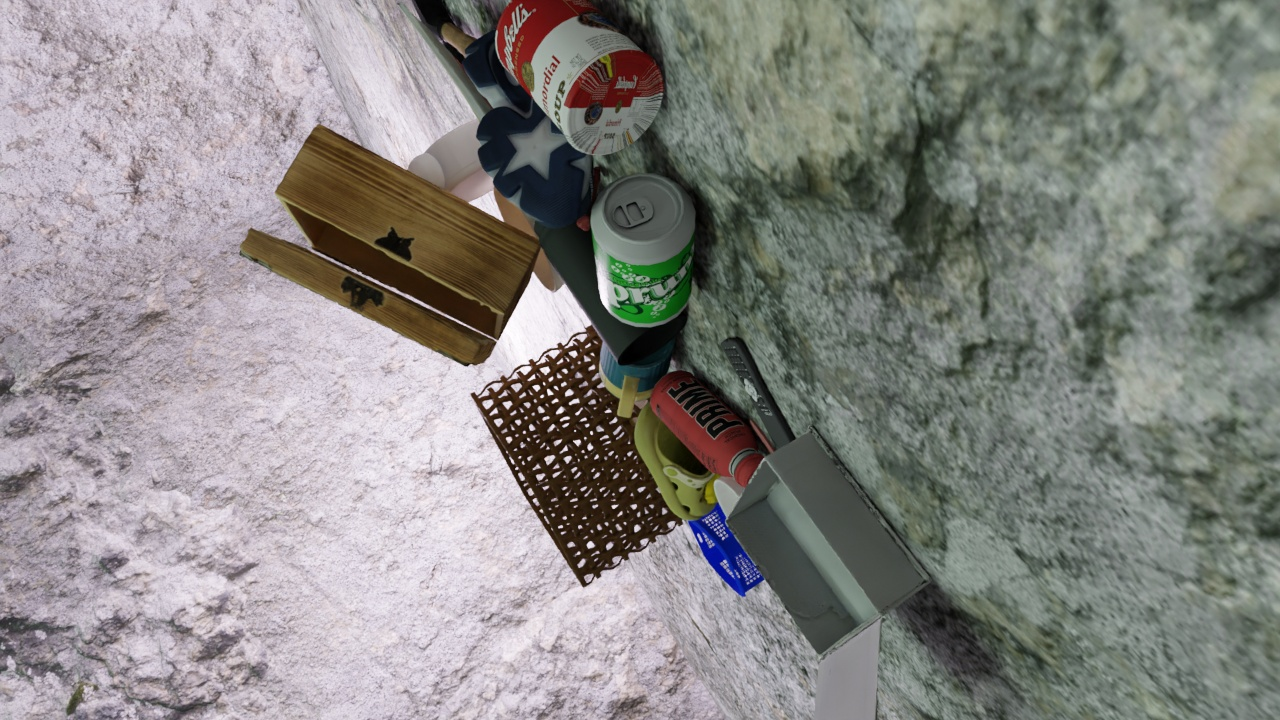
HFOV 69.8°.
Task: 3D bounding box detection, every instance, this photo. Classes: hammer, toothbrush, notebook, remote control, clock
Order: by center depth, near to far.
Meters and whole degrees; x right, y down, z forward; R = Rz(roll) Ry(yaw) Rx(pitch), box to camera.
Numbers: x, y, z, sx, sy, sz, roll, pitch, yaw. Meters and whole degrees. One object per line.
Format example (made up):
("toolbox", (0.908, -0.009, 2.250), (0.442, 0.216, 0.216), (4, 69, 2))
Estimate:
("remote control", (0.112, 0.034, 0.864), (0.124, 0.009, 0.046), (61, 167, -7))
("toothbrush", (-0.050, -0.156, 0.866), (0.189, 0.016, 0.016), (-89, -3, -65))
("toothbrush", (0.158, 0.132, 0.876), (0.184, 0.015, 0.015), (54, 167, 12))
("notebook", (-0.171, -0.279, 0.980), (0.208, 0.012, 0.153), (54, -172, 28))
("hammer", (-0.194, -0.367, 1.080), (0.305, 0.040, 0.132), (46, 165, 45))
("clock", (-0.212, -0.247, 1.120), (0.073, 0.160, 0.125), (59, 168, 0))

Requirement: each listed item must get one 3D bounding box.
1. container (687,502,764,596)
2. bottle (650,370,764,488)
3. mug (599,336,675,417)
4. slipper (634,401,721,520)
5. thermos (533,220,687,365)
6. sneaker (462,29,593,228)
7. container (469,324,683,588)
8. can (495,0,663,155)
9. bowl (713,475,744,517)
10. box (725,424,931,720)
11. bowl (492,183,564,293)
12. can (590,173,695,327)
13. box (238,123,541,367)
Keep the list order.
("container", (0.119, 0.239, 1.189), (0.096, 0.058, 0.114), (65, 166, -23))
("bottle", (0.077, 0.076, 0.974), (0.176, 0.062, 0.062), (45, 161, 49))
("mug", (-0.006, 0.006, 1.044), (0.107, 0.083, 0.113), (107, 174, -69))
("slipper", (0.061, 0.122, 1.135), (0.082, 0.091, 0.190), (-4, 135, 32))
("thermos", (-0.041, -0.099, 0.974), (0.198, 0.086, 0.086), (56, 167, 15))
("sneaker", (-0.082, -0.200, 0.849), (0.132, 0.103, 0.269), (54, -168, -49))
("container", (-0.072, 0.134, 1.328), (0.219, 0.214, 0.252), (47, 163, 44))
("can", (-0.048, -0.227, 0.710), (0.116, 0.086, 0.087), (52, 166, 31))
("bowl", (0.129, 0.159, 0.984), (0.105, 0.054, 0.105), (53, 164, 21))
("box", (0.186, 0.300, 0.752), (0.167, 0.119, 0.477), (104, 157, -59))
("bowl", (-0.111, -0.165, 1.117), (0.150, 0.075, 0.151), (55, 166, 20))
("can", (0.003, -0.095, 0.811), (0.087, 0.087, 0.140), (54, 166, 22))
("box", (-0.281, -0.115, 1.092), (0.279, 0.168, 0.245), (26, 173, -6))
